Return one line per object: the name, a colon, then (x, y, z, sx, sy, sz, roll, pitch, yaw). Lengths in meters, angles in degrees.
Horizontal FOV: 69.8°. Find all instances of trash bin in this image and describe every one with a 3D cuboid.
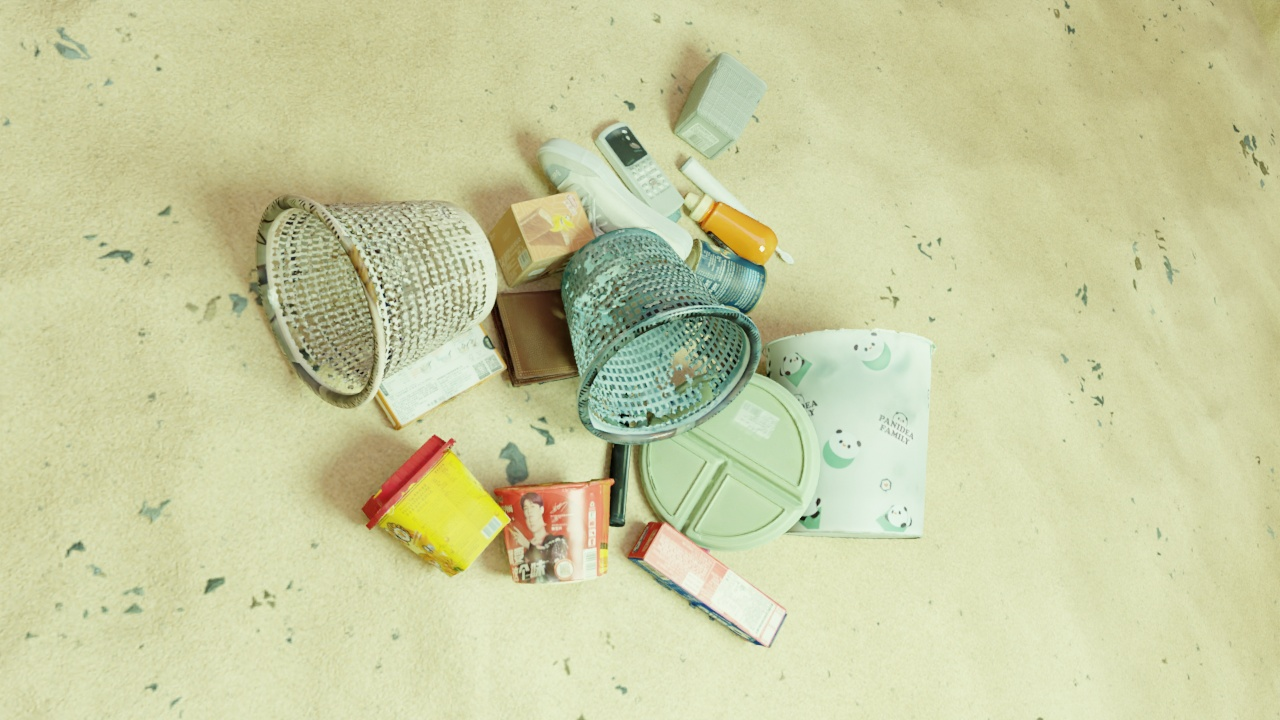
trash bin: (-0.274, -0.084, 0.999, 0.191, 0.228, 0.227, -26, 87, -44)
trash bin: (0.003, -0.043, 1.099, 0.226, 0.227, 0.195, -2, 46, -28)
trash bin: (0.275, 0.106, 1.216, 0.229, 0.230, 0.251, 8, 77, -26)

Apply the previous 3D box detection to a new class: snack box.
snack box: (-0.239, 0.014, 1.079, 0.153, 0.026, 0.075, -32, 90, -32)
snack box: (0.084, 0.280, 1.142, 0.207, 0.057, 0.058, 38, 69, -13)
snack box: (-0.124, -0.152, 1.153, 0.094, 0.093, 0.077, -19, 84, -31)

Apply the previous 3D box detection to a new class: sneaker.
sneaker: (-0.048, -0.187, 1.205, 0.242, 0.090, 0.090, 37, 64, -10)

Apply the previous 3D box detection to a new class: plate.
plate: (0.106, 0.122, 1.143, 0.230, 0.027, 0.230, -3, 79, 14)

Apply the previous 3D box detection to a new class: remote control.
remote control: (-0.001, -0.267, 1.291, 0.058, 0.021, 0.150, -37, 90, -32)

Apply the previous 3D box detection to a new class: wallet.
wallet: (-0.126, -0.031, 1.145, 0.101, 0.032, 0.124, -8, 69, -30)

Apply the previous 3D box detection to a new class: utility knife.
utility knife: (-0.005, -0.147, 1.259, 0.033, 0.015, 0.230, 46, 58, -10)

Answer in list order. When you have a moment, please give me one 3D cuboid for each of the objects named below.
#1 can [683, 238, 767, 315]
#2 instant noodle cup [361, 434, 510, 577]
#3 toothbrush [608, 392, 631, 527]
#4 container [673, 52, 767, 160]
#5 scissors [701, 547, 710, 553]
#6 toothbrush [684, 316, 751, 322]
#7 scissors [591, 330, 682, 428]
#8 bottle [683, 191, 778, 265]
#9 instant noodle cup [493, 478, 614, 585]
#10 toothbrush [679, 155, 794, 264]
can: (0.110, -0.116, 1.274, 0.111, 0.075, 0.075, 19, 66, -21)
instant noodle cup: (-0.217, 0.162, 0.988, 0.123, 0.116, 0.115, 44, 59, -5)
toothbrush: (-0.022, 0.105, 1.165, 0.027, 0.026, 0.212, 20, 62, -28)
container: (0.115, -0.370, 1.351, 0.090, 0.090, 0.114, 32, 65, -15)
scissors: (0.085, 0.197, 1.199, 0.133, 0.017, 0.136, 23, 66, -15)
toothbrush: (0.085, -0.053, 1.263, 0.188, 0.014, 0.017, -2, 84, -38)
scissors: (-0.008, 0.012, 1.190, 0.169, 0.019, 0.174, -17, 71, -24)
bottle: (0.124, -0.193, 1.319, 0.149, 0.067, 0.066, 34, 61, -6)
instant noodle cup: (-0.095, 0.193, 1.040, 0.137, 0.138, 0.108, -1, 83, -28)
toothbrush: (0.146, -0.217, 1.354, 0.221, 0.027, 0.026, 41, 22, -11)
